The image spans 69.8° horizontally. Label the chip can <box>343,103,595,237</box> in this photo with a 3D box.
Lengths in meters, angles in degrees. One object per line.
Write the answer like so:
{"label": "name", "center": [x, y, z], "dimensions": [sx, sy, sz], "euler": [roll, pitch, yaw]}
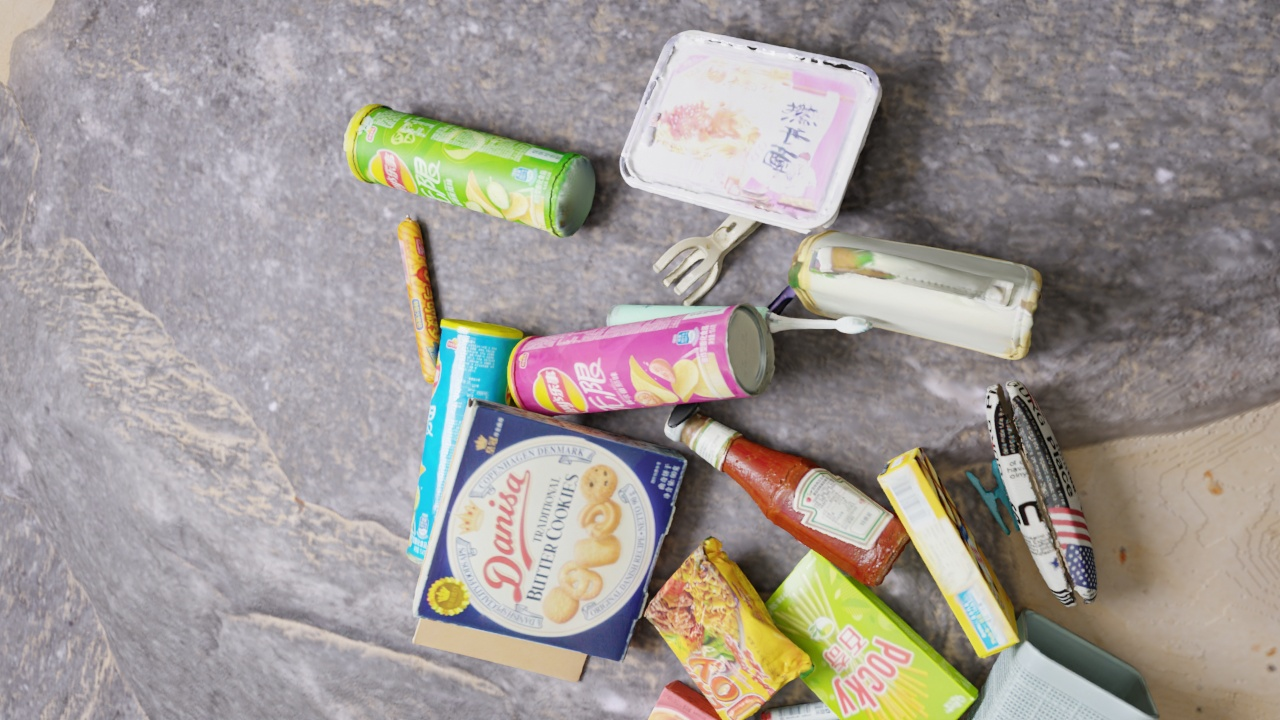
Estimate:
{"label": "chip can", "center": [-0.146, -0.165, 0.795], "dimensions": [0.221, 0.072, 0.072], "euler": [18, 97, 19]}

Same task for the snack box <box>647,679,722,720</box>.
{"label": "snack box", "center": [0.043, 0.346, 0.741], "dimensions": [0.113, 0.044, 0.127], "euler": [26, 90, 17]}

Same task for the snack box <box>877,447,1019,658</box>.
{"label": "snack box", "center": [0.221, 0.133, 0.661], "dimensions": [0.034, 0.086, 0.140], "euler": [-29, 81, 18]}

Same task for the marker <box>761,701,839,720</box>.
{"label": "marker", "center": [0.165, 0.272, 0.721], "dimensions": [0.145, 0.017, 0.017], "euler": [-17, 85, 19]}

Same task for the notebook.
{"label": "notebook", "center": [-0.090, 0.161, 0.779], "dimensions": [0.149, 0.012, 0.211], "euler": [18, 98, -11]}

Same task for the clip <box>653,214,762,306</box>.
{"label": "clip", "center": [0.055, -0.083, 0.751], "dimensions": [0.102, 0.094, 0.035], "euler": [-37, 74, -23]}

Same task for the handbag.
{"label": "handbag", "center": [0.186, -0.054, 0.623], "dimensions": [0.163, 0.178, 0.063], "euler": [14, 90, 20]}

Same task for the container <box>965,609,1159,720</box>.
{"label": "container", "center": [0.284, 0.253, 0.641], "dimensions": [0.090, 0.089, 0.111], "euler": [29, 102, 17]}

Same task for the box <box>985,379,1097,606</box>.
{"label": "box", "center": [0.279, 0.094, 0.653], "dimensions": [0.060, 0.071, 0.164], "euler": [-26, 78, 43]}

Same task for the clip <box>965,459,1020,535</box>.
{"label": "clip", "center": [0.266, 0.103, 0.683], "dimensions": [0.049, 0.015, 0.057], "euler": [-25, 83, 16]}

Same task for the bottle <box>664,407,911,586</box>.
{"label": "bottle", "center": [0.109, 0.097, 0.717], "dimensions": [0.206, 0.059, 0.060], "euler": [32, 101, 23]}

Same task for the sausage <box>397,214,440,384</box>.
{"label": "sausage", "center": [-0.201, -0.054, 0.843], "dimensions": [0.021, 0.021, 0.165], "euler": [-12, 87, 19]}

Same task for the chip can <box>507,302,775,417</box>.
{"label": "chip can", "center": [-0.004, 0.004, 0.718], "dimensions": [0.211, 0.071, 0.071], "euler": [-7, 88, 36]}

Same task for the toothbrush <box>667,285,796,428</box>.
{"label": "toothbrush", "center": [0.087, -0.017, 0.728], "dimensions": [0.014, 0.017, 0.189], "euler": [41, 88, 25]}

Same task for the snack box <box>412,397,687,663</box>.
{"label": "snack box", "center": [-0.074, 0.139, 0.747], "dimensions": [0.182, 0.046, 0.178], "euler": [15, 97, -12]}

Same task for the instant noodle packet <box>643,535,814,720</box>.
{"label": "instant noodle packet", "center": [0.065, 0.219, 0.721], "dimensions": [0.128, 0.044, 0.111], "euler": [50, 131, 20]}

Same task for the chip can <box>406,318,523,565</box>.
{"label": "chip can", "center": [-0.154, 0.072, 0.803], "dimensions": [0.071, 0.071, 0.210], "euler": [12, 96, 19]}

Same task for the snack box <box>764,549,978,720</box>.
{"label": "snack box", "center": [0.167, 0.226, 0.701], "dimensions": [0.156, 0.026, 0.086], "euler": [43, 104, 24]}

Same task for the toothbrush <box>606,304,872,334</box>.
{"label": "toothbrush", "center": [0.070, -0.030, 0.717], "dimensions": [0.225, 0.027, 0.026], "euler": [3, 93, 33]}

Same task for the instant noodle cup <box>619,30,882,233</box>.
{"label": "instant noodle cup", "center": [0.085, -0.170, 0.708], "dimensions": [0.173, 0.060, 0.138], "euler": [19, 81, 17]}
